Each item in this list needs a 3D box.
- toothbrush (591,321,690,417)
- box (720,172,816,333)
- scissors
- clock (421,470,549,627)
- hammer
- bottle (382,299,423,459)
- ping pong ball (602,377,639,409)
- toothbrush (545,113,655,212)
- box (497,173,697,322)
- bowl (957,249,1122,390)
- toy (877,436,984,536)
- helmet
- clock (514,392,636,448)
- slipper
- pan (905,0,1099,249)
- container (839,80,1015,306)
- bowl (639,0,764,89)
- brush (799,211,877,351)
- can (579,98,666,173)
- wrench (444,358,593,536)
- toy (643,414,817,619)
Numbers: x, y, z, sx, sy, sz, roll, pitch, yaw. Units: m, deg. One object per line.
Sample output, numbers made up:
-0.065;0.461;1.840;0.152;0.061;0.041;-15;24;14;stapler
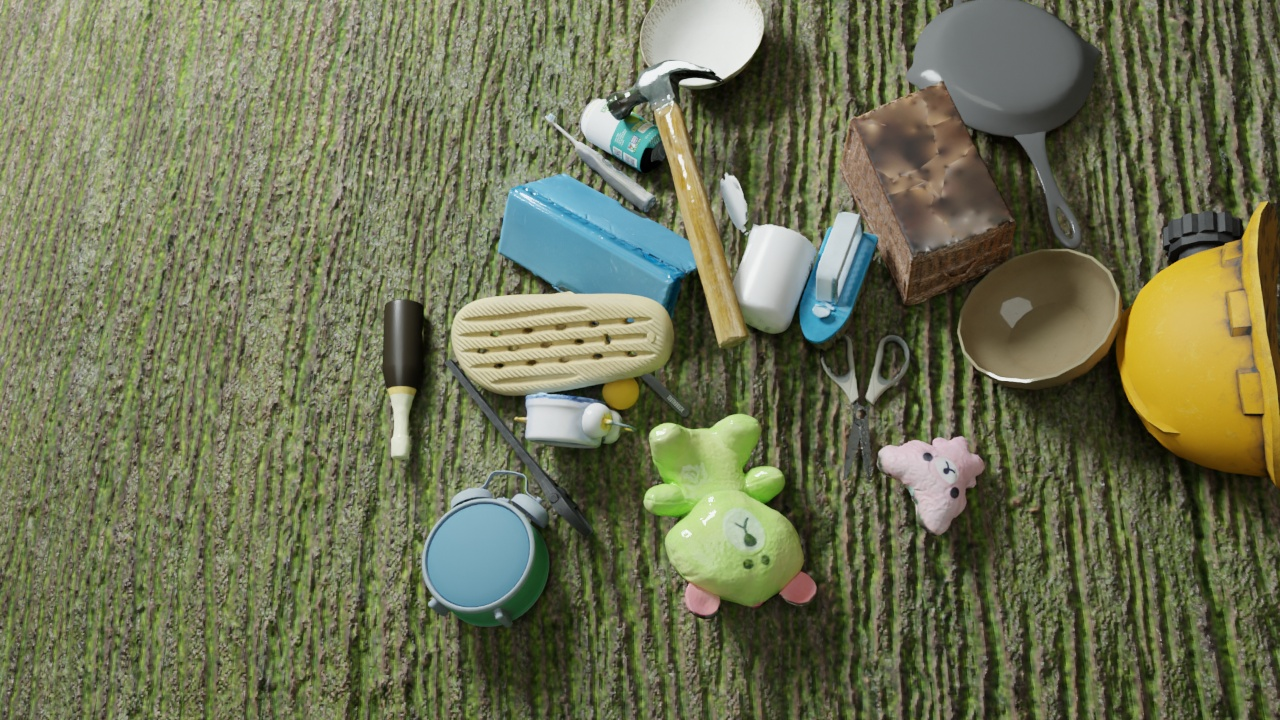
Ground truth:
-0.006;0.006;1.024;0.013;0.013;0.167;-46;73;-4;toothbrush
0.120;-0.117;0.991;0.136;0.084;0.146;23;78;7;box
0.225;0.040;0.965;0.150;0.012;0.164;40;85;20;scissors
-0.157;0.195;0.970;0.122;0.075;0.161;5;62;14;clock
0.058;-0.172;0.977;0.132;0.033;0.330;-23;72;26;hammer
-0.274;0.023;1.055;0.045;0.045;0.184;-6;73;10;bottle
-0.021;0.034;1.003;0.040;0.040;0.040;-3;73;11;ping pong ball
-0.053;-0.240;1.102;0.185;0.022;0.024;43;115;20;toothbrush
-0.039;-0.125;1.060;0.231;0.112;0.094;30;126;20;box
0.400;-0.034;0.912;0.153;0.050;0.152;-25;47;29;bowl
0.296;0.112;0.910;0.095;0.053;0.099;-29;73;-11;toy
0.513;-0.009;0.843;0.132;0.205;0.255;-5;65;37;helmet
-0.066;0.065;0.978;0.125;0.089;0.052;3;79;14;clock
-0.081;-0.022;1.011;0.262;0.079;0.111;-3;96;22;slipper
0.413;-0.277;0.990;0.216;0.024;0.354;-8;67;-1;pan
0.297;-0.175;0.962;0.114;0.113;0.198;-21;69;5;container
0.076;-0.374;1.092;0.145;0.063;0.145;-3;73;10;bowl
0.203;-0.081;0.966;0.055;0.075;0.135;15;73;25;brush
-0.019;-0.267;1.084;0.101;0.055;0.055;34;83;19;can
-0.138;0.090;1.003;0.018;0.073;0.273;-42;64;-3;wrench
0.080;0.156;0.920;0.150;0.107;0.196;-7;80;-15;toy
